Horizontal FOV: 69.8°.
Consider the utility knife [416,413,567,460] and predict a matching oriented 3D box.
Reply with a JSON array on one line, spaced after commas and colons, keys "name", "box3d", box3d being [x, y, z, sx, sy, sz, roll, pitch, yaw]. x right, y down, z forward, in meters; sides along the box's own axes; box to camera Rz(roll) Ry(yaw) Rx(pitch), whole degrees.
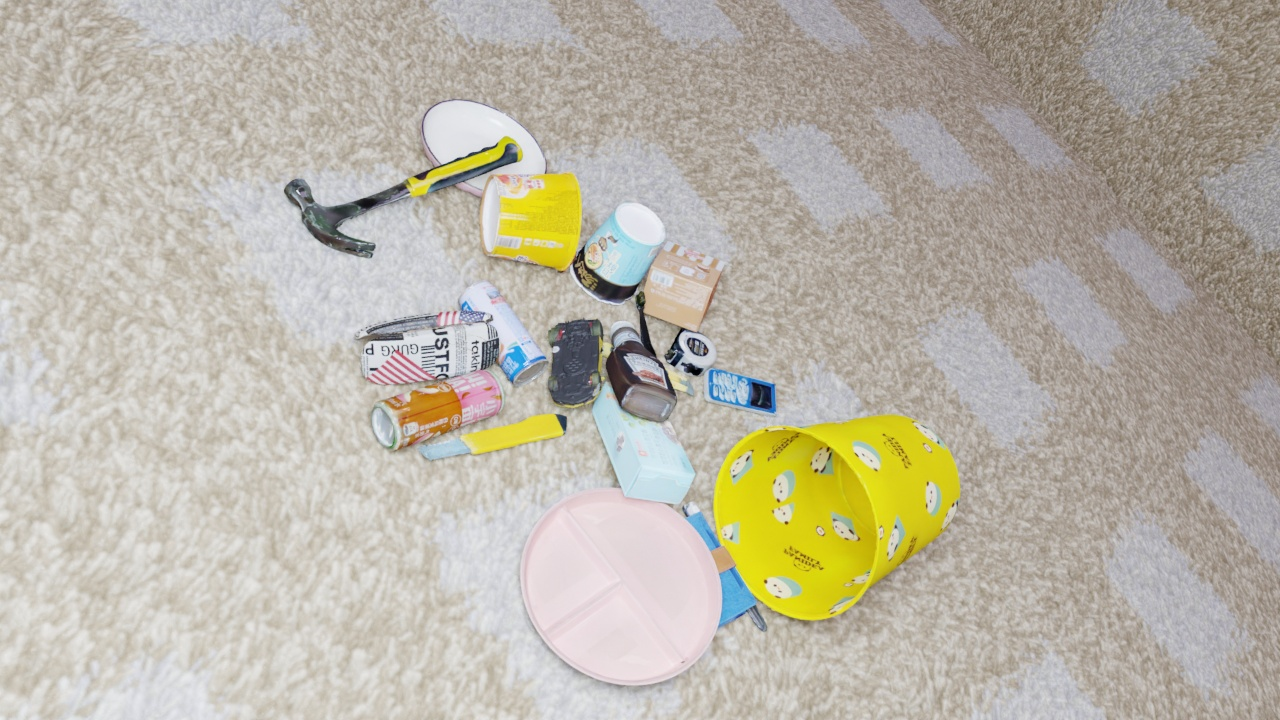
[{"name": "utility knife", "box3d": [-0.168, 0.090, 1.074, 0.208, 0.015, 0.033, -9, 62, -42]}]

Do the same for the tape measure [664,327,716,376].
[{"name": "tape measure", "box3d": [0.074, -0.010, 1.312, 0.066, 0.034, 0.065, 34, 45, -2]}]

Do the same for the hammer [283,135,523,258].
[{"name": "hammer", "box3d": [-0.289, -0.229, 1.210, 0.322, 0.032, 0.126, -30, 78, -34]}]

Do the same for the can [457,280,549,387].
[{"name": "can", "box3d": [-0.173, -0.035, 1.149, 0.053, 0.053, 0.134, -23, 70, -44]}]

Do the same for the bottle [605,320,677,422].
[{"name": "bottle", "box3d": [-0.007, 0.007, 1.177, 0.079, 0.044, 0.194, 19, 23, -21]}]

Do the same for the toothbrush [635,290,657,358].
[{"name": "toothbrush", "box3d": [0.011, -0.001, 1.246, 0.026, 0.027, 0.212, 2, 62, -17]}]

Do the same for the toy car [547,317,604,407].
[{"name": "toy car", "box3d": [-0.082, 0.003, 1.175, 0.071, 0.041, 0.155, -8, 46, 6]}]

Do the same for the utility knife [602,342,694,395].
[{"name": "utility knife", "box3d": [0.002, 0.009, 1.265, 0.167, 0.018, 0.030, 20, 40, -13]}]

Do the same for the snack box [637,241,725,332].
[{"name": "snack box", "box3d": [0.060, -0.107, 1.327, 0.093, 0.077, 0.094, 21, 35, 6]}]

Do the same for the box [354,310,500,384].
[{"name": "box", "box3d": [-0.251, -0.028, 1.077, 0.162, 0.076, 0.088, -10, 36, -21]}]

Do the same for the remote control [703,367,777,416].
[{"name": "remote control", "box3d": [0.144, 0.046, 1.314, 0.124, 0.024, 0.049, 14, 65, -27]}]

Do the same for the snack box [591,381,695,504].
[{"name": "snack box", "box3d": [0.001, 0.098, 1.120, 0.074, 0.052, 0.174, 13, 28, -27]}]

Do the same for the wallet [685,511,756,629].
[{"name": "wallet", "box3d": [0.065, 0.254, 1.085, 0.106, 0.040, 0.133, -17, 66, -37]}]

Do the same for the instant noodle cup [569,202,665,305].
[{"name": "instant noodle cup", "box3d": [-0.027, -0.158, 1.302, 0.111, 0.121, 0.111, 18, 47, -21]}]

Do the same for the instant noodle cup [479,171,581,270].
[{"name": "instant noodle cup", "box3d": [-0.153, -0.192, 1.244, 0.109, 0.138, 0.138, 1, 54, -23]}]

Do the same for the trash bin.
[{"name": "trash bin", "box3d": [0.260, 0.175, 1.157, 0.254, 0.230, 0.229, -9, 61, -45]}]

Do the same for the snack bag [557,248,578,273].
[{"name": "snack bag", "box3d": [-0.108, -0.173, 1.315, 0.026, 0.045, 0.105, 8, 52, -27]}]

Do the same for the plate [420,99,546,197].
[{"name": "plate", "box3d": [-0.232, -0.301, 1.341, 0.192, 0.039, 0.192, 18, 47, -21]}]

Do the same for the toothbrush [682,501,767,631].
[{"name": "toothbrush", "box3d": [0.105, 0.252, 1.128, 0.015, 0.018, 0.181, -15, 66, -44]}]

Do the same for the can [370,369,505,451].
[{"name": "can", "box3d": [-0.226, 0.054, 1.035, 0.147, 0.058, 0.058, -20, 68, -43]}]

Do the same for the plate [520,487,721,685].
[{"name": "plate", "box3d": [-0.021, 0.246, 1.012, 0.229, 0.028, 0.229, 10, 50, -13]}]
